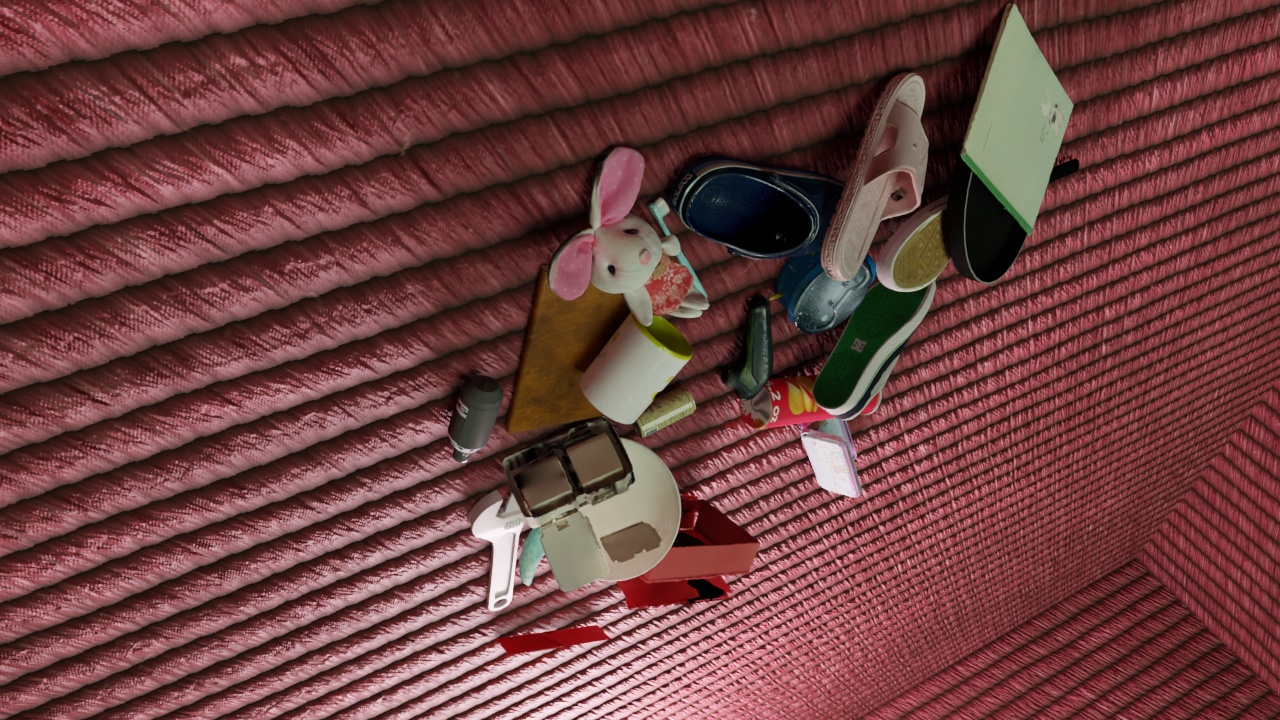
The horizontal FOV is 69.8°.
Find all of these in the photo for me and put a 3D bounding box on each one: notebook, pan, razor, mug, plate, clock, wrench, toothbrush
[{"bbox_3d":[-0.050,-0.024,1.034,0.178,0.014,0.250,-10,136,-31],"label":"notebook"},{"bbox_3d":[0.483,-0.226,1.176,0.355,0.034,0.225,-23,119,-42],"label":"pan"},{"bbox_3d":[0.139,-0.016,1.172,0.067,0.053,0.152,-7,132,-9],"label":"razor"},{"bbox_3d":[-0.006,0.006,1.019,0.082,0.082,0.106,16,121,-47],"label":"mug"},{"bbox_3d":[-0.038,0.186,1.166,0.182,0.182,0.034,-40,176,5],"label":"plate"},{"bbox_3d":[0.237,-0.091,1.154,0.161,0.060,0.117,11,122,-47],"label":"clock"},{"bbox_3d":[-0.194,0.264,1.234,0.086,0.018,0.274,-14,139,-27],"label":"wrench"},{"bbox_3d":[0.452,-0.276,1.092,0.252,0.010,0.182,22,87,-49],"label":"notebook"},{"bbox_3d":[0.045,-0.117,1.008,0.016,0.016,0.181,-42,144,-7],"label":"toothbrush"}]

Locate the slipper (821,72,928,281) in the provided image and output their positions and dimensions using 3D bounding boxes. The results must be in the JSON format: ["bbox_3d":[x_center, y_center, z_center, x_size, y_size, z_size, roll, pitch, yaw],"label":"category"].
[{"bbox_3d":[0.270,-0.193,0.992,0.094,0.064,0.239,33,79,-56],"label":"slipper"}]

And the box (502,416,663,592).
[{"bbox_3d":[-0.066,0.177,1.092,0.143,0.191,0.069,-22,143,-7],"label":"box"}]

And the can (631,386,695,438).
[{"bbox_3d":[0.028,0.066,1.175,0.079,0.038,0.038,-26,142,-14],"label":"can"}]

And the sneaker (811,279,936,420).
[{"bbox_3d":[0.326,-0.022,1.257,0.235,0.084,0.079,-55,140,0],"label":"sneaker"}]

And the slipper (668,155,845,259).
[{"bbox_3d":[0.143,-0.151,0.987,0.252,0.095,0.105,3,126,-37],"label":"slipper"}]

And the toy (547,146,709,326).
[{"bbox_3d":[-0.005,-0.097,0.915,0.194,0.084,0.159,40,74,-41],"label":"toy"}]

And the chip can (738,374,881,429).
[{"bbox_3d":[0.244,0.054,1.309,0.220,0.069,0.069,-4,133,-35],"label":"chip can"}]

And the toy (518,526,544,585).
[{"bbox_3d":[-0.130,0.245,1.230,0.105,0.033,0.085,-48,151,-33],"label":"toy"}]

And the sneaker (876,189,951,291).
[{"bbox_3d":[0.350,-0.162,1.145,0.240,0.088,0.118,-33,126,-36],"label":"sneaker"}]

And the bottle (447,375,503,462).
[{"bbox_3d":[-0.183,0.066,1.000,0.046,0.047,0.113,-4,134,-36],"label":"bottle"}]

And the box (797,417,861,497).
[{"bbox_3d":[0.303,0.145,1.463,0.077,0.096,0.214,-13,146,14],"label":"box"}]

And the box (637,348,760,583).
[{"bbox_3d":[0.070,0.140,1.279,0.213,0.153,0.325,9,91,-42],"label":"box"}]
